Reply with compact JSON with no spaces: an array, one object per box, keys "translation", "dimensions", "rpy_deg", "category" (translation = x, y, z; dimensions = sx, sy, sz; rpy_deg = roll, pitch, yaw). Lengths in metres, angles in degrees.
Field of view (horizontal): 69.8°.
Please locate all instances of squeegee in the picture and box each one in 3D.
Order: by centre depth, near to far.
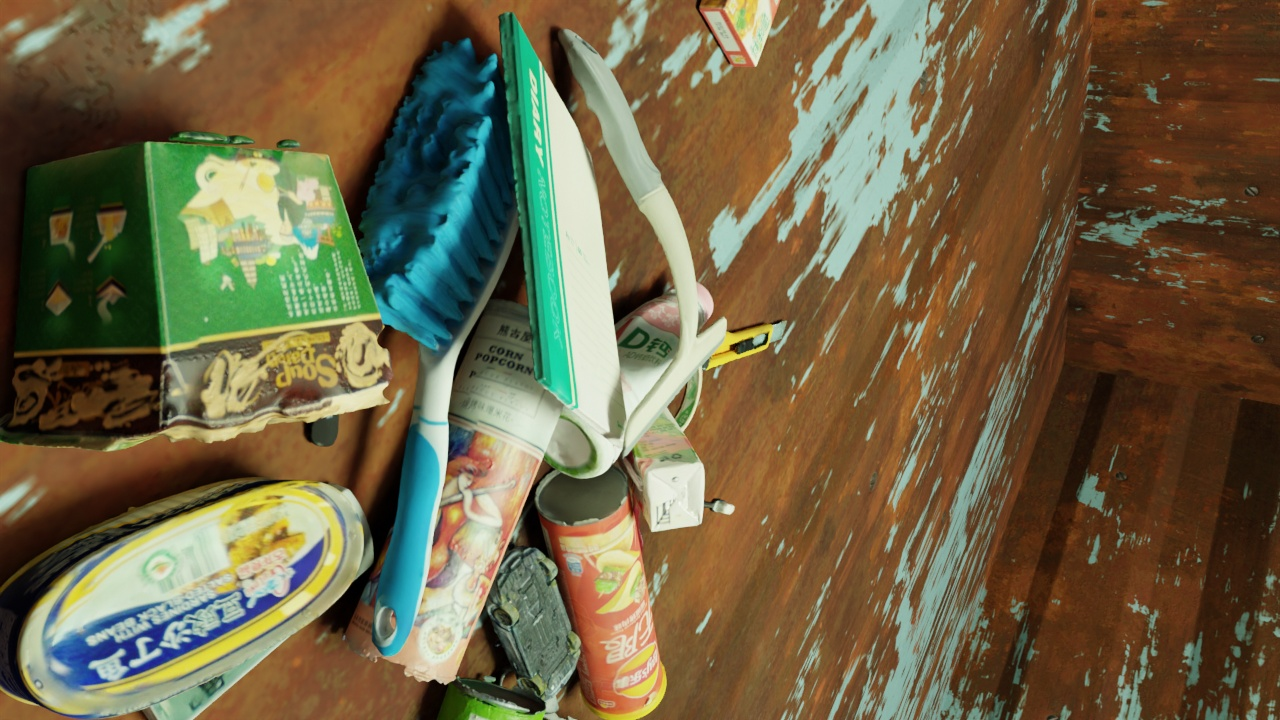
[{"translation":[0.004,-0.098,0.594],"dimensions":[0.246,0.039,0.245],"rpy_deg":[71,22,-10],"category":"squeegee"}]

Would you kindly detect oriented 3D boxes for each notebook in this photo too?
[{"translation":[-0.042,-0.065,0.519],"dimensions":[0.150,0.012,0.209],"rpy_deg":[52,28,-68],"category":"notebook"}]

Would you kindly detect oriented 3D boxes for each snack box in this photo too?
[{"translation":[-0.175,-0.028,0.362],"dimensions":[0.118,0.118,0.105],"rpy_deg":[-13,101,-59],"category":"snack box"},{"translation":[0.096,-0.329,0.750],"dimensions":[0.077,0.027,0.155],"rpy_deg":[37,70,-58],"category":"snack box"}]

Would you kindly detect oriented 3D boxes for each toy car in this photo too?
[{"translation":[-0.078,0.186,0.651],"dimensions":[0.054,0.037,0.121],"rpy_deg":[-45,128,-44],"category":"toy car"}]

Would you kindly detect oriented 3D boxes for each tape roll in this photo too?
[{"translation":[0.027,0.026,0.788],"dimensions":[0.085,0.014,0.086],"rpy_deg":[-28,125,-52],"category":"tape roll"}]

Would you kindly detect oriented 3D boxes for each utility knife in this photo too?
[{"translation":[0.104,-0.019,0.894],"dimensions":[0.196,0.015,0.033],"rpy_deg":[-17,118,-56],"category":"utility knife"}]

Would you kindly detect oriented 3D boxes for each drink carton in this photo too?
[{"translation":[0.008,0.073,0.684],"dimensions":[0.045,0.122,0.053],"rpy_deg":[-8,114,-13],"category":"drink carton"}]

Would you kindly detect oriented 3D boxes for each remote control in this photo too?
[{"translation":[-0.192,0.120,0.462],"dimensions":[0.134,0.019,0.056],"rpy_deg":[-41,134,-44],"category":"remote control"}]

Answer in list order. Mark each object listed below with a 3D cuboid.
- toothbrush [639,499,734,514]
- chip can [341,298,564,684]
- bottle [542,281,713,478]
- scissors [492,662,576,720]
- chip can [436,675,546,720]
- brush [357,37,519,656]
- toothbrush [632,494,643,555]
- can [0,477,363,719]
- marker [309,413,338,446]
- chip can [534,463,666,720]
[{"translation":[0.044,0.135,0.859],"dimensions":[0.181,0.018,0.015],"rpy_deg":[18,89,-58],"category":"toothbrush"},{"translation":[-0.101,0.074,0.545],"dimensions":[0.071,0.071,0.214],"rpy_deg":[39,68,-56],"category":"chip can"},{"translation":[-0.004,0.004,0.681],"dimensions":[0.196,0.068,0.068],"rpy_deg":[-48,139,-43],"category":"bottle"},{"translation":[-0.049,0.276,0.702],"dimensions":[0.173,0.014,0.141],"rpy_deg":[-8,93,-40],"category":"scissors"},{"translation":[-0.130,0.328,0.594],"dimensions":[0.072,0.072,0.235],"rpy_deg":[32,73,-58],"category":"chip can"},{"translation":[-0.112,-0.008,0.484],"dimensions":[0.109,0.061,0.314],"rpy_deg":[49,51,-61],"category":"brush"},{"translation":[-0.003,0.083,0.762],"dimensions":[0.017,0.016,0.188],"rpy_deg":[-108,-161,-74],"category":"toothbrush"},{"translation":[-0.195,0.097,0.398],"dimensions":[0.147,0.049,0.074],"rpy_deg":[-22,102,-49],"category":"can"},{"translation":[-0.160,-0.014,0.467],"dimensions":[0.018,0.015,0.124],"rpy_deg":[-14,115,-51],"category":"marker"},{"translation":[-0.029,0.180,0.704],"dimensions":[0.073,0.073,0.217],"rpy_deg":[-44,135,-42],"category":"chip can"}]
